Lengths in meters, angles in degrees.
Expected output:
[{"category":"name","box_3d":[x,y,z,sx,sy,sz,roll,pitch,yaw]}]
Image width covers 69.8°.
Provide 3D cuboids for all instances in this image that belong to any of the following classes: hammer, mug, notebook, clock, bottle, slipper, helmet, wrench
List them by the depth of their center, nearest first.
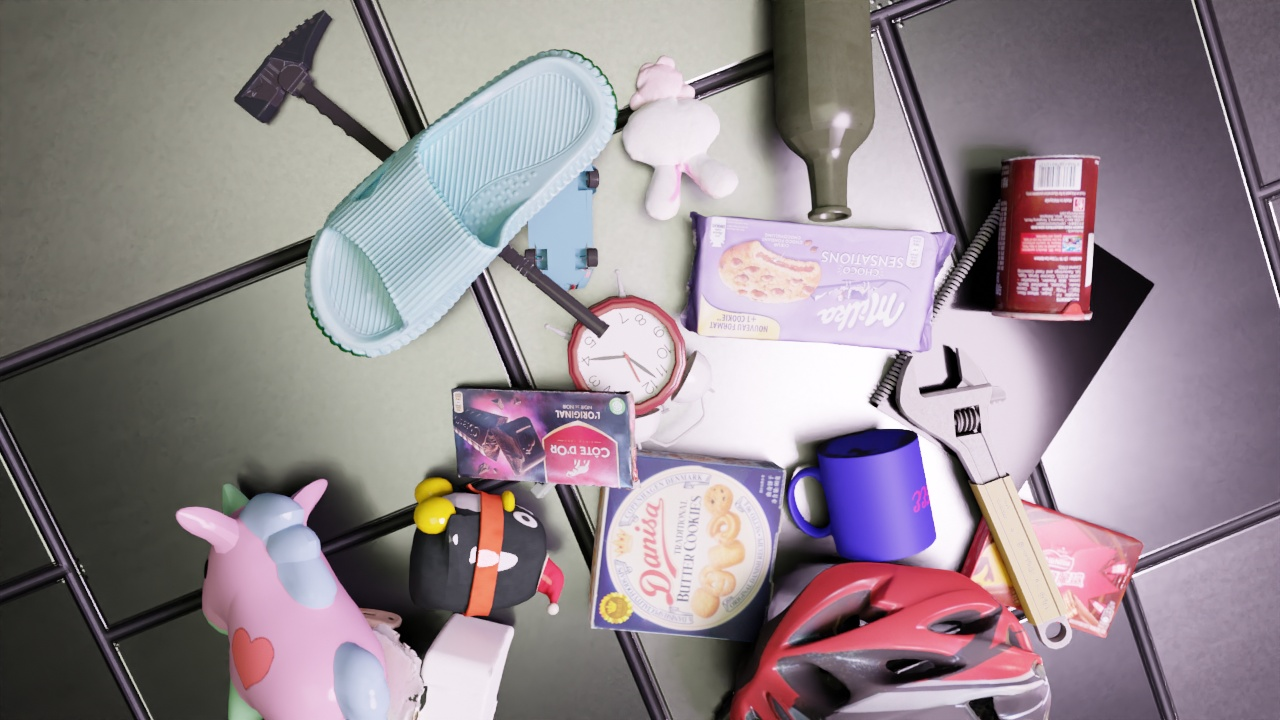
[{"category":"slipper","box_3d":[-0.131,-0.118,0.645,0.276,0.069,0.116,-42,86,-1]},{"category":"bottle","box_3d":[0.134,-0.206,0.673,0.071,0.071,0.206,-1,85,-4]},{"category":"hammer","box_3d":[-0.148,-0.129,0.685,0.325,0.015,0.095,39,90,1]},{"category":"helmet","box_3d":[0.202,0.271,0.707,0.271,0.167,0.218,15,111,-25]},{"category":"clock","box_3d":[-0.004,0.004,0.718,0.096,0.048,0.137,-38,97,1]},{"category":"mug","box_3d":[0.172,0.107,0.734,0.111,0.079,0.083,-9,98,23]},{"category":"wrench","box_3d":[0.287,0.114,0.745,0.083,0.018,0.273,-24,95,0]},{"category":"notebook","box_3d":[0.305,-0.014,0.755,0.149,0.016,0.207,31,94,-8]}]

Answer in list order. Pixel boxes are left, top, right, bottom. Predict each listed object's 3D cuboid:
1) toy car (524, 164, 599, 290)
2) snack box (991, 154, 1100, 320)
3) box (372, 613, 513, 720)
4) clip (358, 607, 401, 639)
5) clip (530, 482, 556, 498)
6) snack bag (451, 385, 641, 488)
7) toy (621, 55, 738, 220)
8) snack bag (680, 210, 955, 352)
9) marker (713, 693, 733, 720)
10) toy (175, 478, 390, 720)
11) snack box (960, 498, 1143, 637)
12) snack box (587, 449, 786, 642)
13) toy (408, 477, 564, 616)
[{"category":"toy car","box_3d":[-0.062,-0.110,0.712,0.060,0.027,0.108,-1,107,-4]},{"category":"snack box","box_3d":[0.309,-0.093,0.701,0.072,0.072,0.121,0,97,-4]},{"category":"box","box_3d":[-0.177,0.255,0.712,0.130,0.103,0.110,12,96,3]},{"category":"clip","box_3d":[-0.223,0.213,0.742,0.062,0.025,0.047,-19,94,6]},{"category":"clip","box_3d":[-0.061,0.077,0.734,0.076,0.023,0.047,-38,81,1]},{"category":"snack bag","box_3d":[-0.076,0.057,0.706,0.155,0.018,0.074,1,101,19]},{"category":"toy","box_3d":[0.025,-0.172,0.703,0.076,0.037,0.125,-18,77,2]},{"category":"snack bag","box_3d":[0.136,-0.061,0.715,0.205,0.058,0.096,5,98,-4]},{"category":"marker","box_3d":[0.109,0.261,0.772,0.019,0.019,0.145,43,92,-8]},{"category":"toy","box_3d":[-0.248,0.192,0.668,0.222,0.119,0.171,21,107,34]},{"category":"snack box","box_3d":[0.346,0.172,0.776,0.133,0.021,0.089,19,94,-5]},{"category":"snack box","box_3d":[0.036,0.148,0.741,0.145,0.042,0.144,6,96,-5]},{"category":"toy","box_3d":[-0.118,0.148,0.707,0.119,0.097,0.100,8,96,-14]}]
